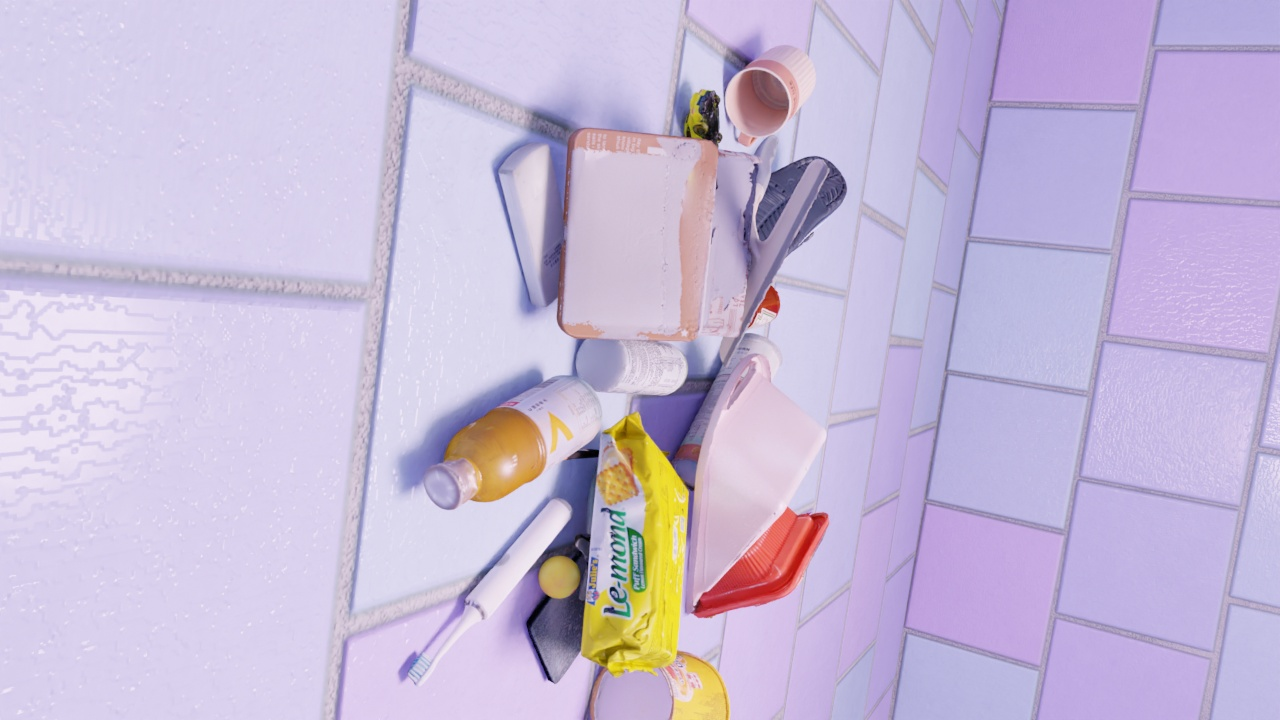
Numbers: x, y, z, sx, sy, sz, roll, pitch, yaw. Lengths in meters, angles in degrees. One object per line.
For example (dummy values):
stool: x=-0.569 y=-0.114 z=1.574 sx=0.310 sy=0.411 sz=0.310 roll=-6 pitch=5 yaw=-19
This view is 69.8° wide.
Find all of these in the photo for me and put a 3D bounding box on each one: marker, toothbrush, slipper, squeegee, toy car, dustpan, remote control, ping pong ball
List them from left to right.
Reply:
toothbrush: x=-0.127 y=0.198 z=0.802 sx=0.026 sy=0.027 sz=0.220 roll=50 pitch=44 yaw=-7
remote control: x=-0.086 y=-0.115 z=0.781 sx=0.056 sy=0.019 sz=0.135 roll=-52 pitch=143 yaw=-42
ping pong ball: x=-0.078 y=0.208 z=0.882 sx=0.040 sy=0.040 sz=0.040 roll=-29 pitch=124 yaw=-56
marker: x=-0.071 y=0.091 z=0.881 sx=0.123 sy=0.018 sz=0.015 roll=9 pitch=90 yaw=-63
toy car: x=0.068 y=-0.254 z=1.018 sx=0.105 sy=0.032 sz=0.048 roll=73 pitch=36 yaw=-60
dustpan: x=0.106 y=0.128 z=1.088 sx=0.274 sy=0.139 sz=0.221 roll=-56 pitch=174 yaw=39
squeegee: x=0.119 y=-0.163 z=0.919 sx=0.245 sy=0.039 sz=0.247 roll=-80 pitch=-171 yaw=-45
slipper: x=0.165 y=-0.179 z=1.169 sx=0.252 sy=0.105 sz=0.095 roll=-41 pitch=176 yaw=-32

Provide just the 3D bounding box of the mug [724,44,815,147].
mug: x=0.155 y=-0.318 z=1.121 sx=0.105 sy=0.082 sz=0.115 roll=-50 pitch=167 yaw=-46

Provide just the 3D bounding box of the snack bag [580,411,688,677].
snack bag: x=0.001 y=0.191 z=0.914 sx=0.158 sy=0.068 sz=0.246 roll=57 pitch=34 yaw=-64

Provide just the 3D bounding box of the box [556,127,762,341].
box: x=-0.004 y=-0.112 z=0.849 sx=0.193 sy=0.157 sz=0.183 roll=3 pitch=98 yaw=-26

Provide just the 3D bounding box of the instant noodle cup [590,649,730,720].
instant noodle cup: x=0.016 y=0.392 z=1.036 sx=0.109 sy=0.138 sz=0.138 roll=36 pitch=67 yaw=-50

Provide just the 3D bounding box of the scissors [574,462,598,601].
scissors: x=-0.036 y=0.192 z=0.941 sx=0.169 sy=0.019 sz=0.179 roll=-77 pitch=161 yaw=-46

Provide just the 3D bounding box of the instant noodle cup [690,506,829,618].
instant noodle cup: x=0.146 y=0.257 z=1.227 sx=0.079 sy=0.189 sz=0.164 roll=52 pitch=42 yaw=-9

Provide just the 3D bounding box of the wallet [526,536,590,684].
wallet: x=-0.071 y=0.255 z=0.939 sx=0.120 sy=0.019 sz=0.097 roll=-51 pitch=139 yaw=-41

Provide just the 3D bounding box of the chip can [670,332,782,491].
chip can: x=0.111 y=0.064 z=1.161 sx=0.214 sy=0.071 sz=0.071 roll=-59 pitch=146 yaw=-34

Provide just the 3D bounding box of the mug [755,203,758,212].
mug: x=0.082 y=-0.156 z=1.005 sx=0.124 sy=0.084 sz=0.103 roll=60 pitch=45 yaw=-81

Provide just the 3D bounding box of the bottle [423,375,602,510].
bottle: x=-0.102 y=0.068 z=0.759 sx=0.189 sy=0.068 sz=0.068 roll=-31 pitch=126 yaw=-56

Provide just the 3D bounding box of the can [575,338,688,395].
can: x=-0.006 y=0.005 z=0.934 sx=0.146 sy=0.058 sz=0.058 roll=6 pitch=93 yaw=-63

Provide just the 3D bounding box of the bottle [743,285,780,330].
bottle: x=0.108 y=-0.062 z=1.131 sx=0.205 sy=0.060 sz=0.060 roll=-16 pitch=112 yaw=-56
